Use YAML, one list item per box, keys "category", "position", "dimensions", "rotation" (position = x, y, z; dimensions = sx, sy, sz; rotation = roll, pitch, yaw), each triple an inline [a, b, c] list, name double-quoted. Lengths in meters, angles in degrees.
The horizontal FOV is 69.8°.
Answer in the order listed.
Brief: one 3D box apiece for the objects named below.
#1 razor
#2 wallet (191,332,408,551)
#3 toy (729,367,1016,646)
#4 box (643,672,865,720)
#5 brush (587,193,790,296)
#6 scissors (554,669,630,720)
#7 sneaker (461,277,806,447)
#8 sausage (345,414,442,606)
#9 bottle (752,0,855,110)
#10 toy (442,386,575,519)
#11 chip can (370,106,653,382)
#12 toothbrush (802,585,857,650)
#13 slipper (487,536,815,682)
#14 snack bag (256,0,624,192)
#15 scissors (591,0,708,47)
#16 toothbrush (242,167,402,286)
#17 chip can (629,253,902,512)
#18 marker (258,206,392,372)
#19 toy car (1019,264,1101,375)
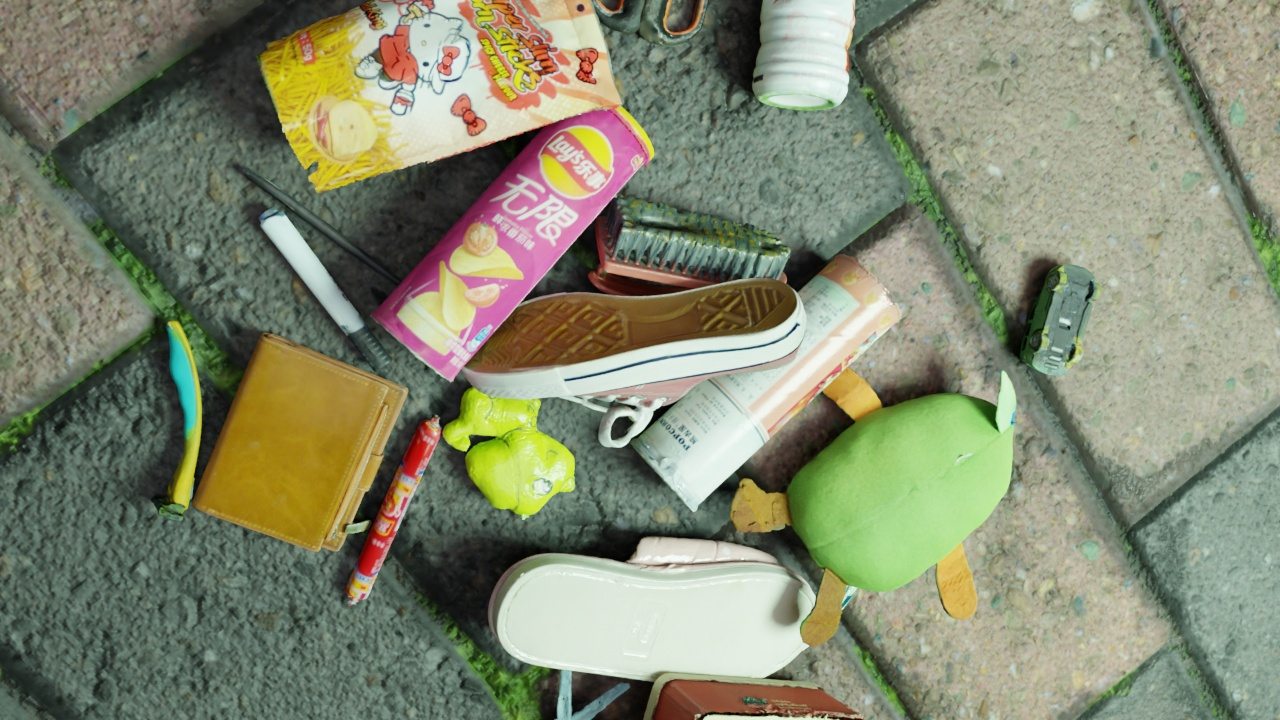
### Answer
- category: "razor"
  position: [-0.311, 0.039, 0.618]
  dimensions: [0.028, 0.043, 0.132]
  rotation: [1, 94, -31]
- category: "wallet"
  position: [-0.230, 0.063, 0.638]
  dimensions: [0.119, 0.035, 0.131]
  rotation: [23, 95, -16]
- category: "toy"
  position: [0.195, 0.105, 0.718]
  dimensions: [0.246, 0.090, 0.227]
  rotation: [-29, 92, -10]
- category: "box"
  position: [0.089, 0.296, 0.689]
  dimensions: [0.168, 0.079, 0.091]
  rotation: [15, 92, -29]
- category: "brush"
  position: [0.038, -0.069, 0.669]
  dimensions: [0.145, 0.063, 0.069]
  rotation: [9, 128, -16]
- category: "scissors"
  position: [-0.057, 0.297, 0.713]
  dimensions: [0.133, 0.017, 0.125]
  rotation: [-36, 82, 2]
- category: "sneaker"
  position: [-0.004, 0.004, 0.642]
  dimensions: [0.241, 0.118, 0.088]
  rotation: [-7, 130, 7]
- category: "sausage"
  position: [-0.180, 0.110, 0.665]
  dimensions: [0.020, 0.020, 0.156]
  rotation: [24, 93, -16]
- category: "bottle"
  position: [0.122, -0.282, 0.647]
  dimensions: [0.068, 0.068, 0.197]
  rotation: [4, 96, -14]
- category: "toy"
  position: [-0.096, 0.067, 0.673]
  dimensions: [0.096, 0.031, 0.100]
  rotation: [-1, 95, -14]
- category: "chip can"
  position: [-0.085, -0.086, 0.618]
  dimensions: [0.071, 0.071, 0.210]
  rotation: [43, 83, -16]
- category: "toothbrush"
  position: [0.193, 0.171, 0.765]
  dimensions: [0.016, 0.018, 0.191]
  rotation: [43, 87, -15]
- category: "slipper"
  position: [0.014, 0.191, 0.706]
  dimensions: [0.274, 0.054, 0.114]
  rotation: [9, 102, -24]
- category: "snack bag"
  position: [-0.126, -0.189, 0.585]
  dimensions: [0.208, 0.073, 0.128]
  rotation: [-19, 82, -1]
- category: "scissors"
  position: [0.015, -0.339, 0.633]
  dimensions: [0.136, 0.022, 0.235]
  rotation: [-6, 101, -12]
- category: "toothbrush"
  position: [-0.193, -0.077, 0.633]
  dimensions: [0.181, 0.016, 0.018]
  rotation: [36, 84, -17]
- category: "chip can"
  position: [0.094, 0.015, 0.687]
  dimensions: [0.214, 0.071, 0.071]
  rotation: [-42, 106, -4]
- category: "marker"
  position: [-0.216, -0.048, 0.631]
  dimensions: [0.018, 0.023, 0.131]
  rotation: [-38, 104, -16]
- category: "toy car"
  position: [0.343, -0.034, 0.755]
  dimensions: [0.043, 0.036, 0.091]
  rotation: [15, 97, -14]
